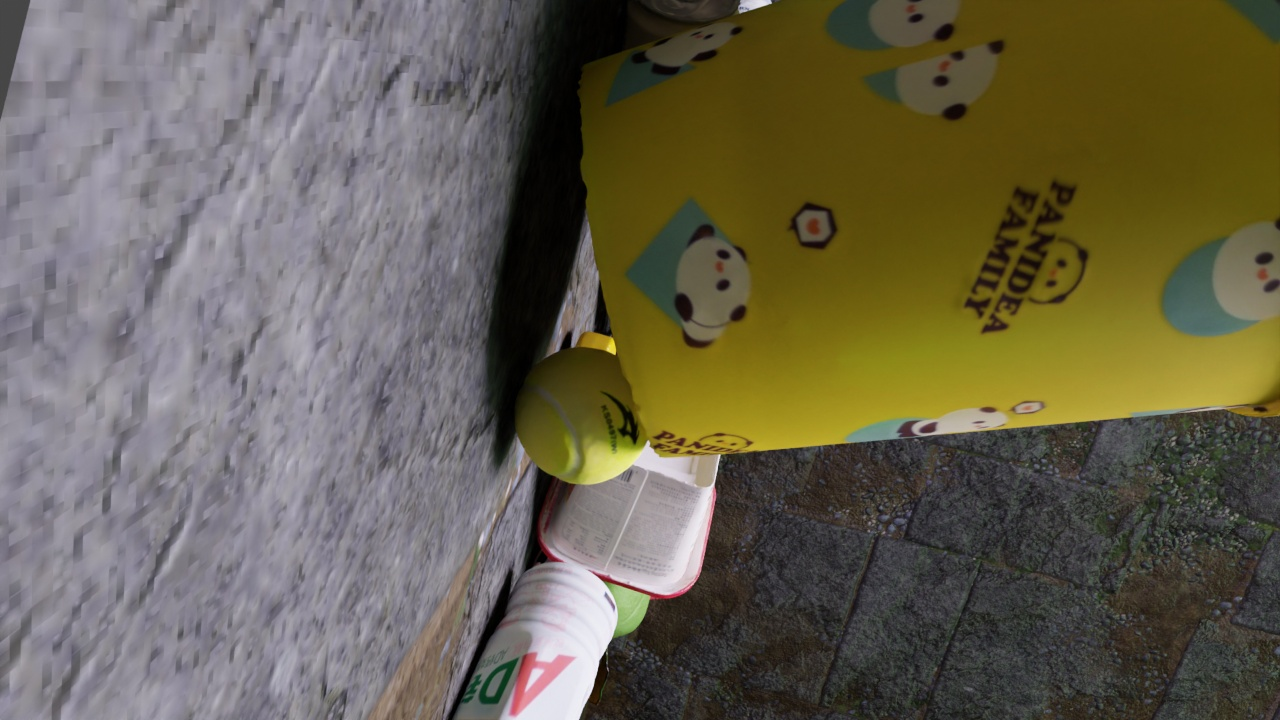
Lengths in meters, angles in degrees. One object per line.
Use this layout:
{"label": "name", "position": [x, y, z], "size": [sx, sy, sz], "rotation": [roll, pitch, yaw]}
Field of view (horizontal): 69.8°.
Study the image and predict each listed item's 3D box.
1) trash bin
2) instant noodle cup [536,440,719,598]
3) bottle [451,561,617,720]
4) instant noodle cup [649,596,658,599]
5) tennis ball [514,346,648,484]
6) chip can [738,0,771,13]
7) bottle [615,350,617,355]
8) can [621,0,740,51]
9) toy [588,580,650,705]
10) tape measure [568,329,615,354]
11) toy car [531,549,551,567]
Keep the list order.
{"label": "trash bin", "position": [0.118, -0.068, 0.406], "size": [0.229, 0.255, 0.229], "rotation": [-9, 89, -82]}
{"label": "instant noodle cup", "position": [0.002, 0.079, 0.613], "size": [0.124, 0.116, 0.116], "rotation": [111, -3, -48]}
{"label": "bottle", "position": [-0.068, 0.198, 0.495], "size": [0.196, 0.068, 0.068], "rotation": [-65, 169, -55]}
{"label": "instant noodle cup", "position": [-0.007, 0.182, 0.999], "size": [0.116, 0.116, 0.124], "rotation": [-116, -157, -64]}
{"label": "tennis ball", "position": [-0.027, 0.026, 0.437], "size": [0.065, 0.065, 0.065], "rotation": [17, 87, -86]}
{"label": "chip can", "position": [0.085, -0.252, 0.848], "size": [0.071, 0.071, 0.214], "rotation": [98, -1, -57]}
{"label": "bottle", "position": [-0.005, 0.005, 0.778], "size": [0.174, 0.057, 0.057], "rotation": [-61, 165, -76]}
{"label": "can", "position": [0.017, -0.149, 0.499], "size": [0.116, 0.058, 0.058], "rotation": [99, 6, -52]}
{"label": "toy", "position": [-0.028, 0.171, 0.828], "size": [0.246, 0.090, 0.227], "rotation": [-77, 165, -44]}
{"label": "tape measure", "position": [-0.035, 0.010, 0.560], "size": [0.057, 0.029, 0.059], "rotation": [101, 4, -51]}
{"label": "toy car", "position": [-0.065, 0.162, 0.647], "size": [0.122, 0.037, 0.056], "rotation": [-57, 165, -38]}
